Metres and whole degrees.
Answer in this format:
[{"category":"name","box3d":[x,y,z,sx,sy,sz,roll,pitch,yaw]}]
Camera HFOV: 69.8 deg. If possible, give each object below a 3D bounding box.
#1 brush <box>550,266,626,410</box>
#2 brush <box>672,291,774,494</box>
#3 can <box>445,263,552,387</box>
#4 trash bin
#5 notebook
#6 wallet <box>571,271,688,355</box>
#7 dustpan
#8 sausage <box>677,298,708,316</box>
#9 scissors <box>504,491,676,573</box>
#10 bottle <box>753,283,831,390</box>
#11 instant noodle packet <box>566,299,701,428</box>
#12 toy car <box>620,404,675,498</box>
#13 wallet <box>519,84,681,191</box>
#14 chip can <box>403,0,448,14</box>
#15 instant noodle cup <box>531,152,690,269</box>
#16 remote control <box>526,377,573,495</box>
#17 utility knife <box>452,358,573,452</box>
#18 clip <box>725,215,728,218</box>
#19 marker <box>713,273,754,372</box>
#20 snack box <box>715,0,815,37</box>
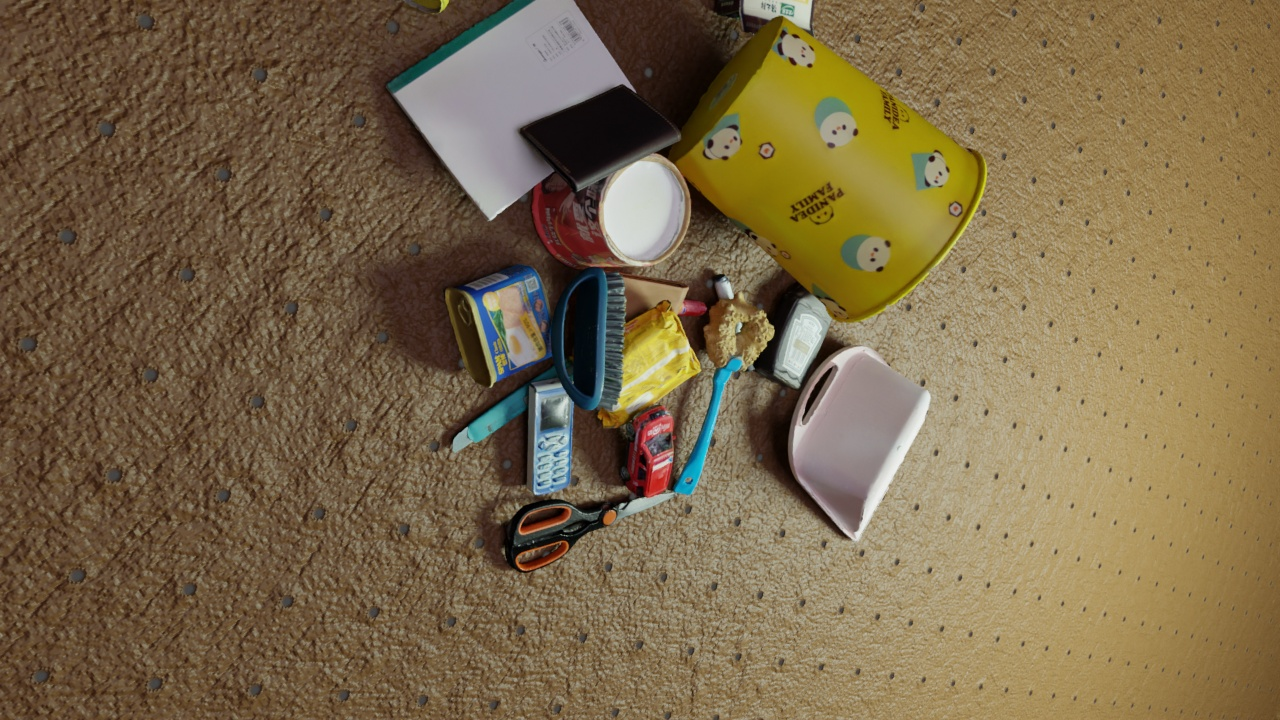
[{"category":"brush","box3d":[-0.053,-0.023,0.909,0.073,0.055,0.143,6,84,-30]},{"category":"brush","box3d":[0.089,0.043,1.084,0.083,0.046,0.255,14,101,-23]},{"category":"can","box3d":[-0.135,-0.036,0.904,0.083,0.057,0.102,-26,115,-31]},{"category":"trash bin","box3d":[0.183,-0.203,0.961,0.255,0.230,0.229,35,80,-15]},{"category":"notebook","box3d":[-0.112,-0.252,0.869,0.208,0.012,0.150,-42,105,-21]},{"category":"wallet","box3d":[-0.011,-0.045,0.996,0.115,0.020,0.101,7,116,-33]},{"category":"dustpan","box3d":[0.290,0.099,1.246,0.222,0.139,0.273,-57,161,-13]},{"category":"sausage","box3d":[0.016,-0.064,1.027,0.155,0.020,0.020,5,99,-36]},{"category":"scissors","box3d":[-0.053,0.190,1.045,0.234,0.022,0.125,11,104,-41]},{"category":"bottle","box3d":[0.208,-0.063,1.147,0.079,0.044,0.194,28,84,-40]},{"category":"instant noodle packet","box3d":[-0.006,0.006,0.991,0.128,0.044,0.111,-32,130,-5]},{"category":"toy car","box3d":[0.012,0.104,1.030,0.052,0.045,0.121,-24,135,-30]},{"category":"wallet","box3d":[-0.038,-0.212,0.858,0.122,0.096,0.020,-30,149,-23]},{"category":"chip can","box3d":[-0.146,-0.413,0.792,0.072,0.073,0.221,35,81,-36]},{"category":"instant noodle cup","box3d":[-0.025,-0.154,0.919,0.137,0.109,0.138,-9,106,-33]},{"category":"remote control","box3d":[-0.097,0.080,0.972,0.048,0.024,0.125,-10,114,-37]},{"category":"utility knife","box3d":[-0.125,0.045,0.957,0.171,0.013,0.029,-35,123,-23]},{"category":"clip","box3d":[0.123,-0.165,1.077,0.057,0.046,0.014,19,91,-36]},{"category":"marker","box3d":[0.113,-0.043,1.099,0.018,0.023,0.131,-30,118,-19]},{"category":"snack box","box3d":[0.143,-0.415,1.007,0.113,0.053,0.126,-2,103,-35]}]
